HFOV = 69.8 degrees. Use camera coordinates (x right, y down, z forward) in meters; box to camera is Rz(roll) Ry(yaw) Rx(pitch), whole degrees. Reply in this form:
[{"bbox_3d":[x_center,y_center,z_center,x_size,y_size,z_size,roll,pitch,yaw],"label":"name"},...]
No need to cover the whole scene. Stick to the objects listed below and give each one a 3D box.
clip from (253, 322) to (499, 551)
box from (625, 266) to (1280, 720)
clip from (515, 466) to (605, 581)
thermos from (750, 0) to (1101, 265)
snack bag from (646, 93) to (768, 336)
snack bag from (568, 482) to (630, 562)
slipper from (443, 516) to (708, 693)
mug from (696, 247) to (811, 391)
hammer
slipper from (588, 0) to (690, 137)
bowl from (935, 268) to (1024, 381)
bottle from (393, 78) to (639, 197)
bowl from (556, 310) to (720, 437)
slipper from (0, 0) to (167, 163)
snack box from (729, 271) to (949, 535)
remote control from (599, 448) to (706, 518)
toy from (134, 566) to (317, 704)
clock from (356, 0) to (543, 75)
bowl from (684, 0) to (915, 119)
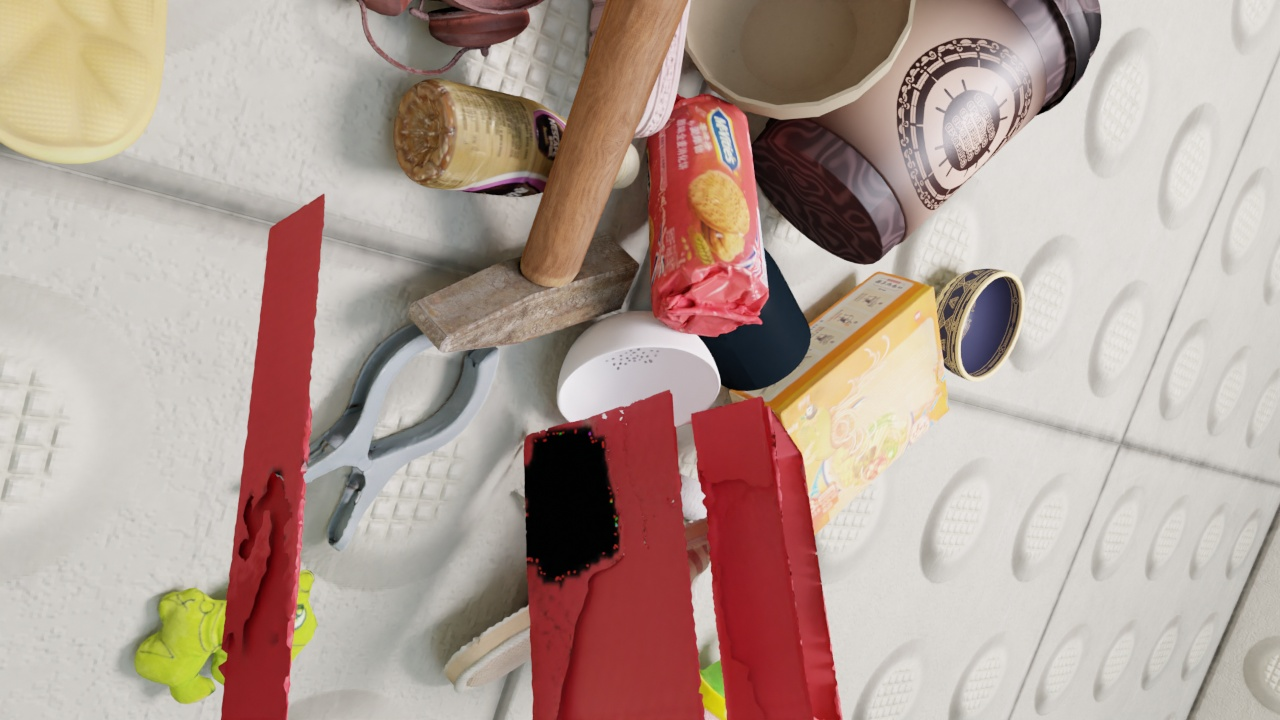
[{"bbox_3d":[-0.165,0.028,0.561,0.162,0.028,0.112,-51,130,-13],"label":"clip"},{"bbox_3d":[0.174,0.113,0.585,0.197,0.352,0.216,40,39,-58],"label":"box"},{"bbox_3d":[-0.055,0.133,0.684,0.056,0.056,0.102,-20,125,4],"label":"clip"},{"bbox_3d":[0.204,-0.197,0.691,0.226,0.173,0.173,-47,131,-7],"label":"thermos"},{"bbox_3d":[0.043,-0.096,0.615,0.082,0.082,0.176,30,48,-43],"label":"snack bag"},{"bbox_3d":[-0.029,0.130,0.718,0.026,0.020,0.099,-24,125,0],"label":"snack bag"},{"bbox_3d":[-0.023,0.194,0.707,0.262,0.052,0.115,-20,153,-30],"label":"slipper"},{"bbox_3d":[0.057,-0.030,0.696,0.122,0.085,0.094,-29,129,8],"label":"mug"},{"bbox_3d":[-0.026,-0.130,0.500,0.157,0.037,0.302,-22,148,-43],"label":"hammer"},{"bbox_3d":[0.018,-0.256,0.553,0.064,0.094,0.240,-9,115,-34],"label":"slipper"},{"bbox_3d":[0.327,-0.041,0.922,0.112,0.061,0.112,-16,117,-35],"label":"bowl"},{"bbox_3d":[-0.066,-0.128,0.560,0.165,0.060,0.060,-4,110,-48],"label":"bottle"},{"bbox_3d":[-0.004,0.004,0.649,0.114,0.050,0.115,-5,145,-4],"label":"bowl"},{"bbox_3d":[-0.230,-0.211,0.373,0.099,0.078,0.263,1,107,-39],"label":"slipper"},{"bbox_3d":[0.177,0.034,0.813,0.194,0.081,0.145,-36,127,-22],"label":"snack box"},{"bbox_3d":[0.017,0.104,0.754,0.130,0.012,0.033,28,91,-43],"label":"remote control"},{"bbox_3d":[-0.241,0.162,0.546,0.093,0.036,0.094,30,86,-35],"label":"toy"},{"bbox_3d":[-0.099,-0.229,0.479,0.120,0.072,0.158,12,98,-42],"label":"clock"},{"bbox_3d":[0.105,-0.228,0.617,0.152,0.152,0.050,-60,164,-4],"label":"bowl"}]
